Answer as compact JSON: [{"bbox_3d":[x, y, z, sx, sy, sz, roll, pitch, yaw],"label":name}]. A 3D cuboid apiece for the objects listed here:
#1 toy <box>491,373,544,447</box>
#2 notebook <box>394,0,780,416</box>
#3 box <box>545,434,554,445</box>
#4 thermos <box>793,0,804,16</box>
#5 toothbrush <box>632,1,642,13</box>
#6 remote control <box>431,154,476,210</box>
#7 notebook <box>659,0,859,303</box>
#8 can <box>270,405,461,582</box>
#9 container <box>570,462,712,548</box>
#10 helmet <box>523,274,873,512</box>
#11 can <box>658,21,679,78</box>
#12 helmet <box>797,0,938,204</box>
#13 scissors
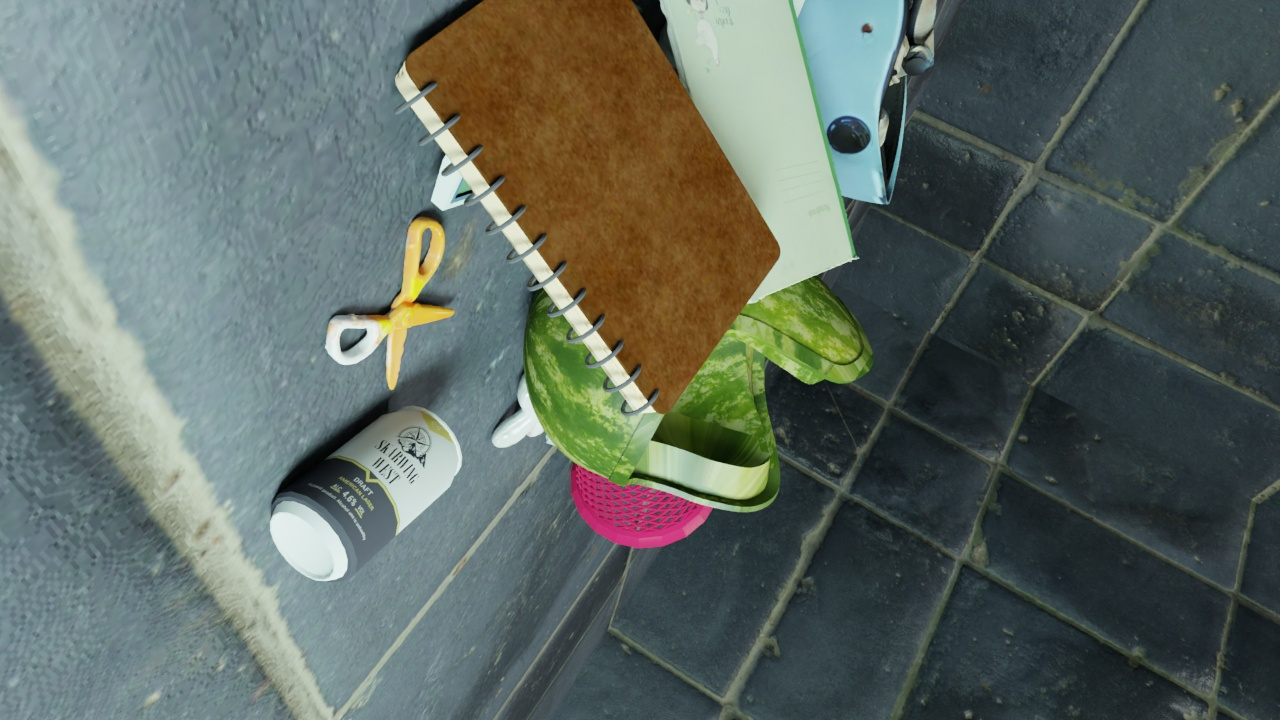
[{"bbox_3d":[-0.088,0.024,0.820,0.075,0.037,0.126,-31,149,-62],"label":"toy"},{"bbox_3d":[-0.017,-0.098,0.506,0.024,0.225,0.167,-9,-145,47],"label":"notebook"},{"bbox_3d":[0.000,0.009,0.898,0.215,0.110,0.108,-63,-175,-30],"label":"box"},{"bbox_3d":[0.090,-0.270,0.792,0.067,0.068,0.231,-41,157,-56],"label":"thermos"},{"bbox_3d":[-0.038,-0.194,0.571,0.134,0.017,0.022,-52,171,-35],"label":"toothbrush"},{"bbox_3d":[-0.076,-0.129,0.543,0.050,0.024,0.143,-56,172,30],"label":"remote control"},{"bbox_3d":[0.086,-0.179,0.652,0.181,0.010,0.252,-24,101,-51],"label":"notebook"},{"bbox_3d":[-0.165,0.078,0.574,0.127,0.064,0.064,-45,161,-49],"label":"can"},{"bbox_3d":[-0.001,0.082,1.027,0.182,0.183,0.226,-55,159,-24],"label":"container"},{"bbox_3d":[0.027,-0.010,0.731,0.214,0.246,0.243,118,-32,-40],"label":"helmet"},{"bbox_3d":[0.045,-0.231,0.729,0.054,0.054,0.096,-59,168,-8],"label":"can"},{"bbox_3d":[0.198,-0.283,0.900,0.224,0.167,0.266,-59,145,-45],"label":"helmet"},{"bbox_3d":[-0.145,-0.026,0.542,0.128,0.011,0.126,-43,158,-49],"label":"scissors"}]
